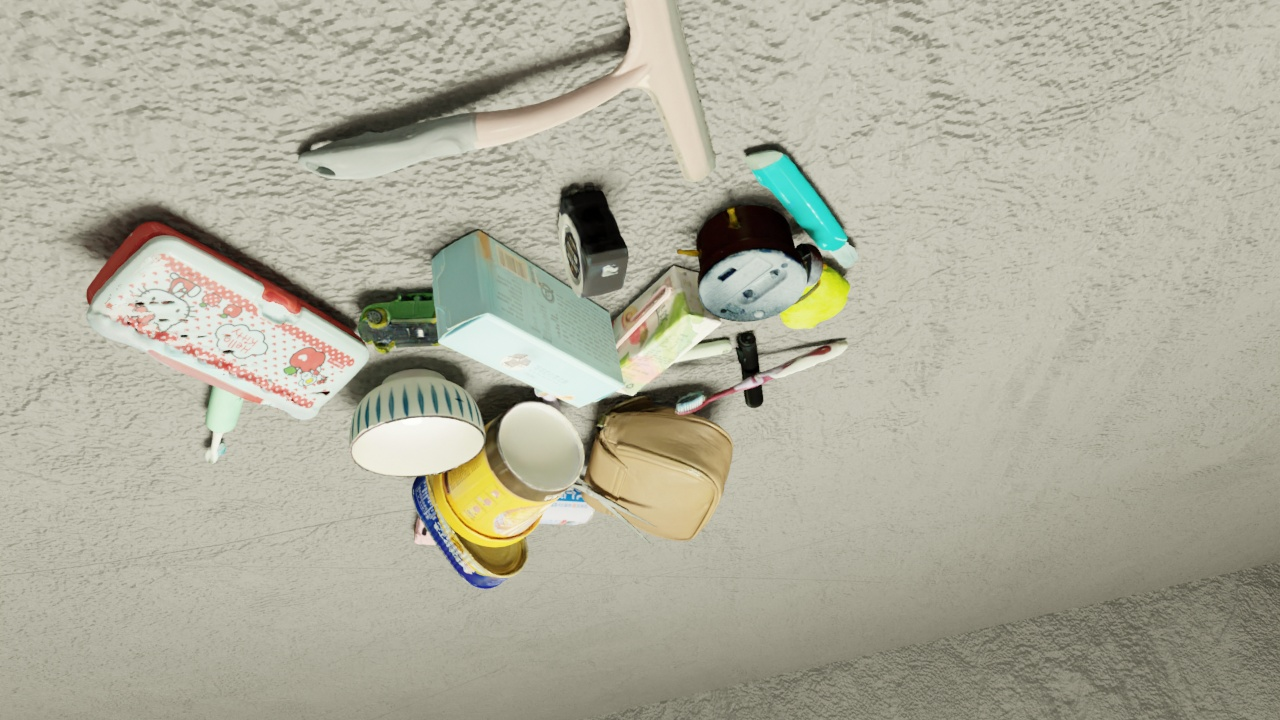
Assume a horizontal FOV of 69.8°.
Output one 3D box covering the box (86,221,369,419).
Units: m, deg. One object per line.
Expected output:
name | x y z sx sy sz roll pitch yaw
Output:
box | -0.284 -0.018 0.652 0.086 0.047 0.201 -49 146 0

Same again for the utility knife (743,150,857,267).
utility knife | 0.129 -0.113 0.704 0.029 0.013 0.186 -23 148 24

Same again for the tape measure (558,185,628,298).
tape measure | -0.034 -0.079 0.650 0.033 0.065 0.066 -13 153 -15

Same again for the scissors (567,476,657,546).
scissors | -0.059 0.136 0.972 0.160 0.014 0.178 -2 130 54

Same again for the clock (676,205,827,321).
clock | 0.092 -0.070 0.710 0.122 0.055 0.082 24 134 -35

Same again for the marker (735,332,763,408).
marker | 0.109 0.013 0.912 0.022 0.020 0.132 -53 156 -17

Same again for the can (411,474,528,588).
can | -0.179 0.167 0.960 0.074 0.148 0.049 -30 172 -45

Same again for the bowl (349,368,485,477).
bowl | -0.199 0.050 0.815 0.116 0.066 0.117 -10 150 -6

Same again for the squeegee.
squeegee | -0.088 -0.143 0.544 0.250 0.040 0.248 -15 152 7

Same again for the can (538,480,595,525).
can | -0.120 0.160 1.054 0.134 0.053 0.053 10 144 -34

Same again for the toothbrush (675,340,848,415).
toothbrush | 0.118 0.013 0.886 0.187 0.016 0.017 -21 139 -12

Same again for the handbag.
handbag | 0.018 0.114 0.978 0.148 0.099 0.205 18 148 0

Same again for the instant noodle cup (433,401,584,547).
instant noodle cup | -0.123 0.104 0.884 0.118 0.118 0.115 10 145 -34

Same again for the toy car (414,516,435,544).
toy car | -0.239 0.197 1.093 0.056 0.037 0.123 0 150 -18

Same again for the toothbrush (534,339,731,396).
toothbrush | -0.005 0.005 0.846 0.189 0.020 0.029 -12 150 -12

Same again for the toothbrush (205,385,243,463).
toothbrush | -0.350 0.037 0.776 0.026 0.027 0.225 42 137 0

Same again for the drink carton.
drink carton | 0.009 -0.024 0.776 0.045 0.053 0.123 12 142 -36

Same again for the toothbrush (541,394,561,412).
toothbrush | -0.083 0.051 0.910 0.021 0.029 0.189 22 155 18

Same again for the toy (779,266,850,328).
toy | 0.140 -0.058 0.789 0.100 0.031 0.097 0 147 -20

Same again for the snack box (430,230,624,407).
snack box | -0.084 -0.027 0.714 0.052 0.074 0.174 -26 148 25

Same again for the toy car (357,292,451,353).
toy car | -0.172 -0.031 0.712 0.091 0.036 0.043 -6 152 -13
